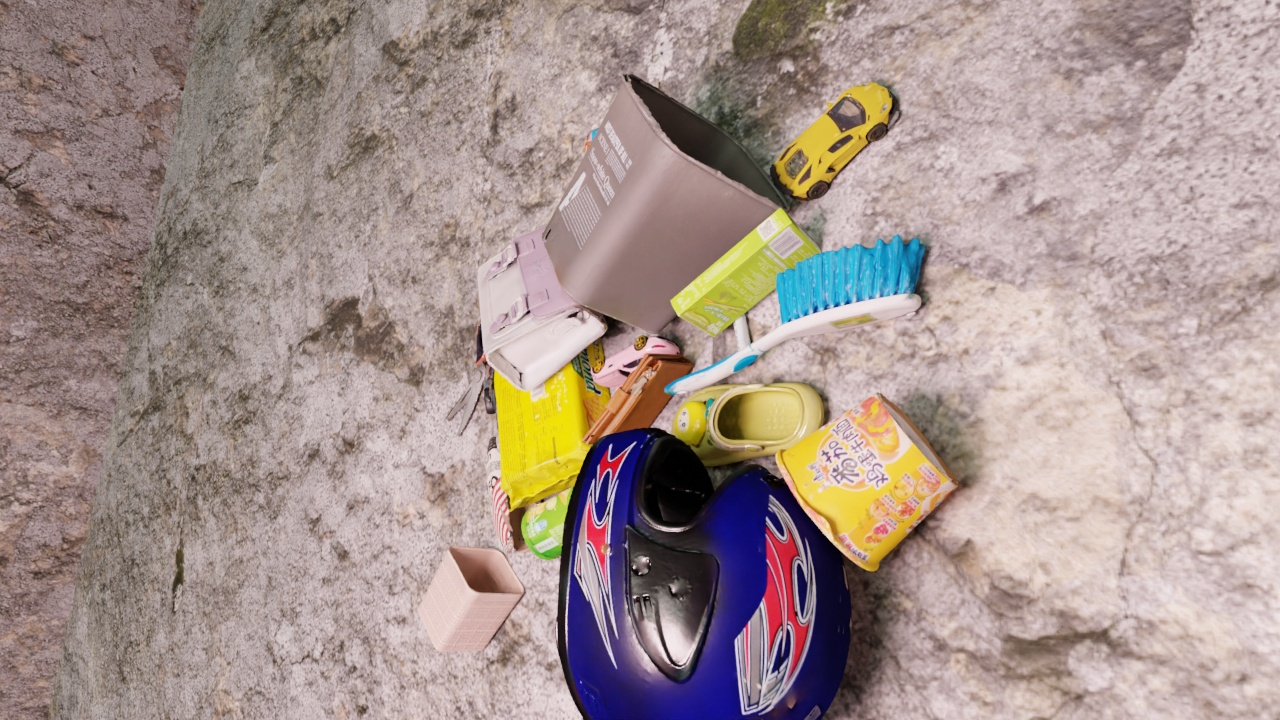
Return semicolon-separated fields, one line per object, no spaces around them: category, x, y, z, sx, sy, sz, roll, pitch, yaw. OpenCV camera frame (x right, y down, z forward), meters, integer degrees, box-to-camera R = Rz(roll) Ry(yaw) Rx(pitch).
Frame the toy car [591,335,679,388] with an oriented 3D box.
toy car;-0.007;0.007;1.122;0.123;0.056;0.037;-28;52;34

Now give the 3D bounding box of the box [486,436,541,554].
box;-0.164;0.179;1.229;0.075;0.081;0.163;114;145;-53

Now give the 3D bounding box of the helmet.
helmet;0.070;0.210;0.848;0.241;0.247;0.315;-8;67;23

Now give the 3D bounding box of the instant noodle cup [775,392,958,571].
instant noodle cup;0.210;0.104;0.832;0.110;0.138;0.138;-42;51;16

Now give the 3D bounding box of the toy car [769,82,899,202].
toy car;0.210;-0.242;1.007;0.156;0.041;0.071;-42;52;24

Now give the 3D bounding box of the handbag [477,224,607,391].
handbag;-0.131;-0.078;1.166;0.145;0.098;0.196;-32;40;12

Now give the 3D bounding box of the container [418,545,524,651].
container;-0.228;0.317;1.208;0.090;0.090;0.111;47;112;42

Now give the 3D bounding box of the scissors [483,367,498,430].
scissors;-0.202;0.020;1.278;0.180;0.014;0.160;-93;-3;-59

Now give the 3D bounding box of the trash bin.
trash bin;0.013;-0.172;1.060;0.220;0.198;0.198;-51;38;24

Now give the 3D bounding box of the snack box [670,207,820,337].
snack box;0.115;-0.092;1.001;0.157;0.085;0.026;-40;56;18

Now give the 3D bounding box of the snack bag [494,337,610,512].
snack bag;-0.118;0.058;1.186;0.158;0.068;0.246;-25;57;24

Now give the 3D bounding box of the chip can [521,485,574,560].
chip can;-0.051;0.172;1.096;0.222;0.072;0.072;-32;56;32

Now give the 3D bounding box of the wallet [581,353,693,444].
wallet;-0.002;0.048;1.069;0.031;0.107;0.132;42;107;23

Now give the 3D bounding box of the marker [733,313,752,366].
marker;0.111;-0.061;1.058;0.017;0.017;0.145;-26;59;35

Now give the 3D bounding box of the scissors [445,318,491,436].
scissors;-0.230;0.004;1.367;0.190;0.015;0.221;-17;66;39

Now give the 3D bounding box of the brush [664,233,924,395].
brush;0.151;-0.041;0.977;0.315;0.060;0.109;-13;72;36

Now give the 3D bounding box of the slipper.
slipper;0.101;0.060;0.983;0.191;0.081;0.091;-10;67;39

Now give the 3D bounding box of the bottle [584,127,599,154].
bottle;-0.047;-0.203;1.223;0.065;0.065;0.218;-14;67;41
